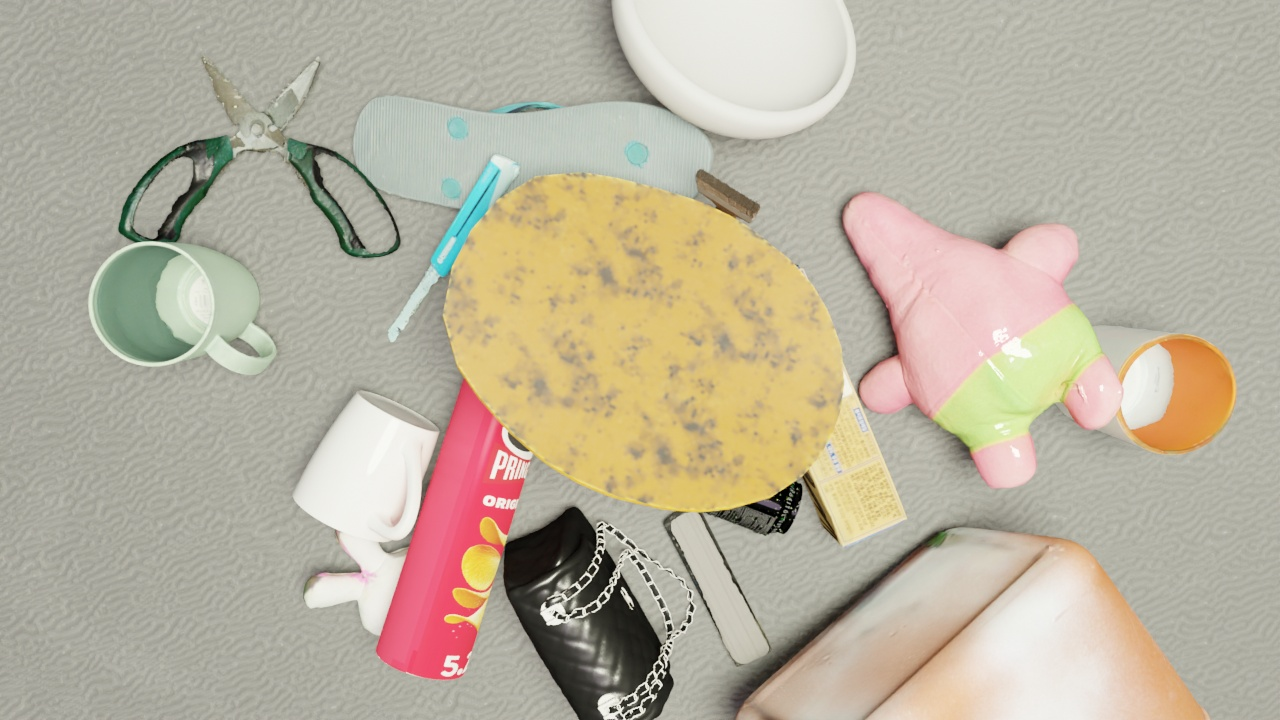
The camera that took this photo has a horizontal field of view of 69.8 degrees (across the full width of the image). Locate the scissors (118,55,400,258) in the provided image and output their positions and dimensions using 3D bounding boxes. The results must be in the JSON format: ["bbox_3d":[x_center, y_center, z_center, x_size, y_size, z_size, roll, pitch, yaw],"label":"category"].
[{"bbox_3d":[-0.279,-0.125,0.682,0.203,0.015,0.202,45,99,-1],"label":"scissors"}]

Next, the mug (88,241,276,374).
[{"bbox_3d":[-0.311,-0.032,0.654,0.111,0.104,0.084,42,94,-4],"label":"mug"}]

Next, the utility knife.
[{"bbox_3d":[-0.140,-0.077,0.675,0.022,0.015,0.177,40,114,6],"label":"utility knife"}]

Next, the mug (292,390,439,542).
[{"bbox_3d":[-0.189,0.082,0.669,0.081,0.114,0.087,28,90,-47],"label":"mug"}]

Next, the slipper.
[{"bbox_3d":[-0.079,-0.142,0.677,0.269,0.054,0.098,6,101,10],"label":"slipper"}]

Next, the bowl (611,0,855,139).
[{"bbox_3d":[0.058,-0.222,0.638,0.176,0.066,0.176,8,67,-18],"label":"bowl"}]

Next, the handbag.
[{"bbox_3d":[-0.023,0.188,0.672,0.115,0.125,0.153,-26,96,2],"label":"handbag"}]

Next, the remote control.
[{"bbox_3d":[0.061,0.179,0.728,0.033,0.013,0.136,-26,98,4],"label":"remote control"}]

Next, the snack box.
[{"bbox_3d":[0.130,0.032,0.691,0.056,0.057,0.207,-23,95,1],"label":"snack box"}]

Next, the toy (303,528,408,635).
[{"bbox_3d":[-0.195,0.177,0.713,0.122,0.038,0.079,35,82,-13],"label":"toy"}]

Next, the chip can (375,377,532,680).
[{"bbox_3d":[-0.128,0.116,0.675,0.069,0.069,0.220,17,88,-3],"label":"chip can"}]

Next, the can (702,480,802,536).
[{"bbox_3d":[0.051,0.088,0.696,0.137,0.054,0.054,21,96,-3],"label":"can"}]

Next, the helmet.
[{"bbox_3d":[-0.004,0.004,0.621,0.255,0.131,0.204,29,68,1],"label":"helmet"}]

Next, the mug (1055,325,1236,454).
[{"bbox_3d":[0.358,0.018,0.665,0.082,0.105,0.082,0,97,-1],"label":"mug"}]

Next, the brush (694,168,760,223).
[{"bbox_3d":[0.059,-0.103,0.629,0.045,0.143,0.008,33,93,5],"label":"brush"}]

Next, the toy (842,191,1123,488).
[{"bbox_3d":[0.229,-0.030,0.663,0.192,0.096,0.236,-44,74,23],"label":"toy"}]

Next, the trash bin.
[{"bbox_3d":[0.214,0.244,0.630,0.259,0.182,0.157,-35,93,-15],"label":"trash bin"}]
